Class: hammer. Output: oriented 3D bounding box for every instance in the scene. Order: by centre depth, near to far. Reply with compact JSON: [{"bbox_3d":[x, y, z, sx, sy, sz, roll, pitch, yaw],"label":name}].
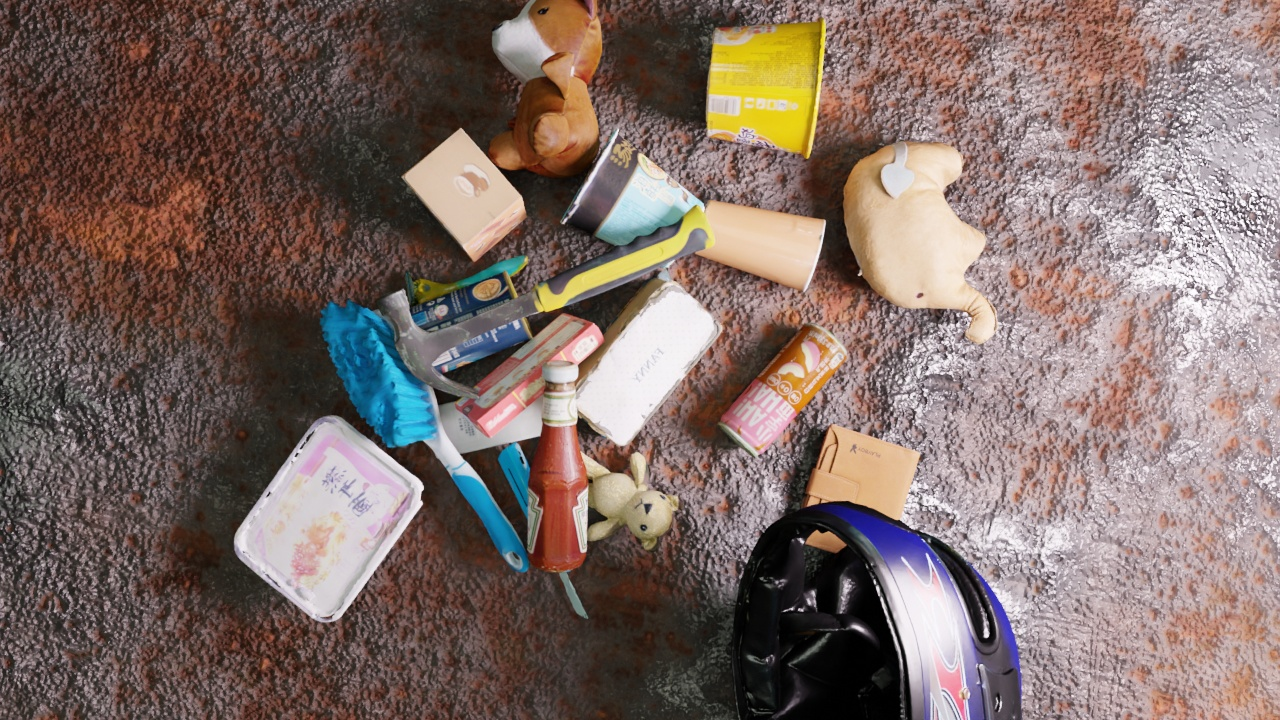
[{"bbox_3d":[-0.080,-0.064,0.888,0.323,0.032,0.126,-23,104,-3],"label":"hammer"}]

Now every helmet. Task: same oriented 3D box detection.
[{"bbox_3d":[0.230,0.276,0.861,0.239,0.248,0.315,-7,98,-43],"label":"helmet"}]

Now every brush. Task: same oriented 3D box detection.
[{"bbox_3d":[-0.209,0.077,0.907,0.061,0.109,0.314,-34,77,18],"label":"brush"}]

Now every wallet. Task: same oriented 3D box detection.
[{"bbox_3d":[0.229,0.143,0.975,0.108,0.031,0.131,19,86,-4],"label":"wallet"}]

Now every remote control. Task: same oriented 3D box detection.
[{"bbox_3d":[-0.153,0.062,0.961,0.135,0.019,0.056,-13,85,-3],"label":"remote control"}]

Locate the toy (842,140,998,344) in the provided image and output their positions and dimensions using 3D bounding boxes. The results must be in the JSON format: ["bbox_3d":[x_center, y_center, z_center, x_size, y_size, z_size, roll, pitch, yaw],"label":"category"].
[{"bbox_3d":[0.293,-0.117,0.962,0.143,0.082,0.226,-18,91,5],"label":"toy"}]

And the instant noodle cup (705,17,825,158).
[{"bbox_3d":[0.125,-0.280,0.938,0.110,0.138,0.138,5,87,6],"label":"instant noodle cup"}]

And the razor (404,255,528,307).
[{"bbox_3d":[-0.181,-0.086,0.961,0.132,0.028,0.043,-16,59,-1],"label":"razor"}]

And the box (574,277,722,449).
[{"bbox_3d":[-0.006,0.005,0.943,0.090,0.060,0.184,43,87,-19],"label":"box"}]

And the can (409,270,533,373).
[{"bbox_3d":[-0.175,-0.037,0.937,0.111,0.075,0.075,-22,89,-3],"label":"can"}]

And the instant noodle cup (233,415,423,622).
[{"bbox_3d":[-0.304,0.155,0.920,0.138,0.060,0.173,36,92,7],"label":"instant noodle cup"}]

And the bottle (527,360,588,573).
[{"bbox_3d":[-0.080,0.103,0.895,0.060,0.059,0.206,2,103,-3],"label":"bottle"}]

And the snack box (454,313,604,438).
[{"bbox_3d":[-0.112,0.012,0.923,0.152,0.075,0.025,-41,117,-16],"label":"snack box"}]

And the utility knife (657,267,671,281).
[{"bbox_3d":[-0.019,-0.028,0.974,0.033,0.015,0.170,37,87,-4],"label":"utility knife"}]

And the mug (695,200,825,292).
[{"bbox_3d":[0.123,-0.124,0.959,0.123,0.078,0.078,15,87,3],"label":"mug"}]

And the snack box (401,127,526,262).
[{"bbox_3d":[-0.175,-0.165,0.931,0.077,0.094,0.093,-41,90,-4],"label":"snack box"}]

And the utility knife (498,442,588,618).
[{"bbox_3d":[-0.099,0.179,0.956,0.018,0.034,0.198,-26,91,-43],"label":"utility knife"}]

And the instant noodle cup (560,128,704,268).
[{"bbox_3d":[-0.003,-0.158,0.941,0.120,0.111,0.111,30,86,-10],"label":"instant noodle cup"}]

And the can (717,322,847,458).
[{"bbox_3d":[0.149,0.030,0.959,0.058,0.058,0.147,42,87,-1],"label":"can"}]

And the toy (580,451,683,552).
[{"bbox_3d":[-0.035,0.133,0.944,0.157,0.066,0.105,27,72,13],"label":"toy"}]

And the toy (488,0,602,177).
[{"bbox_3d":[-0.095,-0.286,0.919,0.130,0.140,0.199,17,79,-36],"label":"toy"}]
